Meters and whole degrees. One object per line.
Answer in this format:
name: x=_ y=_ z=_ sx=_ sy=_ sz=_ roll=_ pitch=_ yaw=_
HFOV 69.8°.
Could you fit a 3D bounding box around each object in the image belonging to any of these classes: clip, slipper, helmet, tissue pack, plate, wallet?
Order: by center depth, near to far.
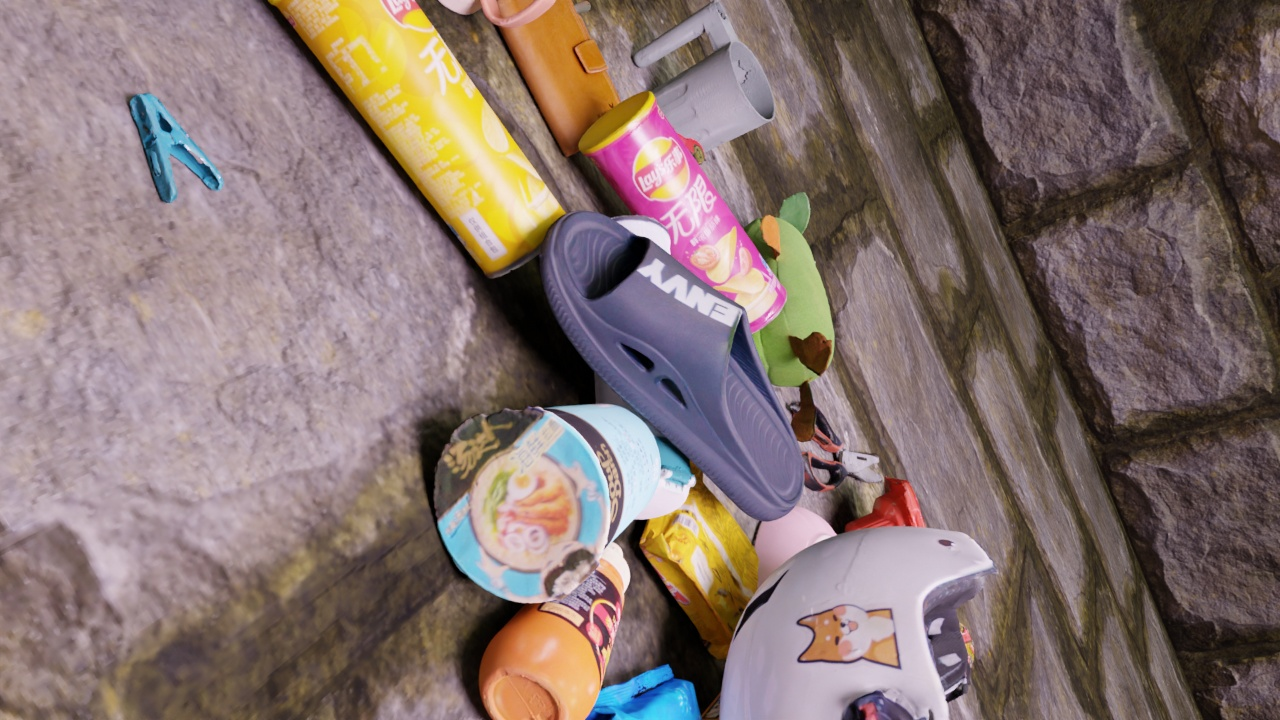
clip: x=-0.229 y=-0.104 z=0.446 sx=0.054 sy=0.013 sz=0.032 roll=65 pitch=31 yaw=-10
tissue pack: x=0.011 y=0.272 z=0.558 sx=0.094 sy=0.052 sz=0.157 roll=5 pitch=68 yaw=-56
helmet: x=0.129 y=0.231 z=0.603 sx=0.230 sy=0.157 sz=0.273 roll=70 pitch=38 yaw=-51
slipper: x=0.046 y=-0.004 z=0.610 sx=0.268 sy=0.084 sz=0.110 roll=49 pitch=36 yaw=-21
wallet: x=-0.062 y=-0.246 z=0.773 sx=0.131 sy=0.035 sz=0.118 roll=62 pitch=38 yaw=-13
plate: x=0.166 y=0.223 z=0.838 sx=0.192 sy=0.039 sz=0.192 roll=34 pitch=46 yaw=-44

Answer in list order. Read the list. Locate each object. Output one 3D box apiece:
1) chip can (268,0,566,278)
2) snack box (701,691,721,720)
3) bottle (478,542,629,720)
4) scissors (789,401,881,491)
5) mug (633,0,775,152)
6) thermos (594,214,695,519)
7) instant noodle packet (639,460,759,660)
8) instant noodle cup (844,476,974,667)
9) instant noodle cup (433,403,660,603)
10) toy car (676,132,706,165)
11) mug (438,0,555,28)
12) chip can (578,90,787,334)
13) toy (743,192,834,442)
chip can: x=-0.131 y=-0.154 z=0.568 sx=0.213 sy=0.072 sz=0.071 roll=54 pitch=35 yaw=-23
snack box: x=0.076 y=0.284 z=0.676 sx=0.153 sy=0.026 sz=0.075 roll=-23 pitch=91 yaw=-59
bottle: x=-0.040 y=0.154 z=0.546 sx=0.067 sy=0.067 sz=0.149 roll=62 pitch=25 yaw=-12
scissors: x=0.218 y=0.099 z=1.013 sx=0.206 sy=0.015 sz=0.201 roll=59 pitch=33 yaw=-15
mug: x=0.059 y=-0.269 z=0.898 sx=0.124 sy=0.104 sz=0.083 roll=63 pitch=32 yaw=-9
thermos: x=-0.004 y=0.004 z=0.675 sx=0.073 sy=0.073 sz=0.223 roll=30 pitch=47 yaw=-46
instant noodle packet: x=0.047 y=0.148 z=0.694 sx=0.128 sy=0.044 sz=0.110 roll=59 pitch=26 yaw=-23
instant noodle cup: x=0.258 y=0.212 z=0.912 sx=0.164 sy=0.079 sz=0.188 roll=40 pitch=35 yaw=-79
instant noodle cup: x=-0.044 y=0.074 z=0.549 sx=0.120 sy=0.111 sz=0.111 roll=-13 pitch=83 yaw=-67
toy car: x=0.017 y=-0.196 z=0.843 sx=0.106 sy=0.049 sz=0.031 roll=6 pitch=67 yaw=-56
mug: x=-0.102 y=-0.298 z=0.664 sx=0.081 sy=0.106 sz=0.114 roll=-17 pitch=87 yaw=-58
chip can: x=0.039 y=-0.114 z=0.758 sx=0.210 sy=0.072 sz=0.071 roll=51 pitch=36 yaw=-25
toy: x=0.141 y=-0.050 z=0.901 sx=0.227 sy=0.090 sz=0.246 roll=76 pitch=6 yaw=-50
